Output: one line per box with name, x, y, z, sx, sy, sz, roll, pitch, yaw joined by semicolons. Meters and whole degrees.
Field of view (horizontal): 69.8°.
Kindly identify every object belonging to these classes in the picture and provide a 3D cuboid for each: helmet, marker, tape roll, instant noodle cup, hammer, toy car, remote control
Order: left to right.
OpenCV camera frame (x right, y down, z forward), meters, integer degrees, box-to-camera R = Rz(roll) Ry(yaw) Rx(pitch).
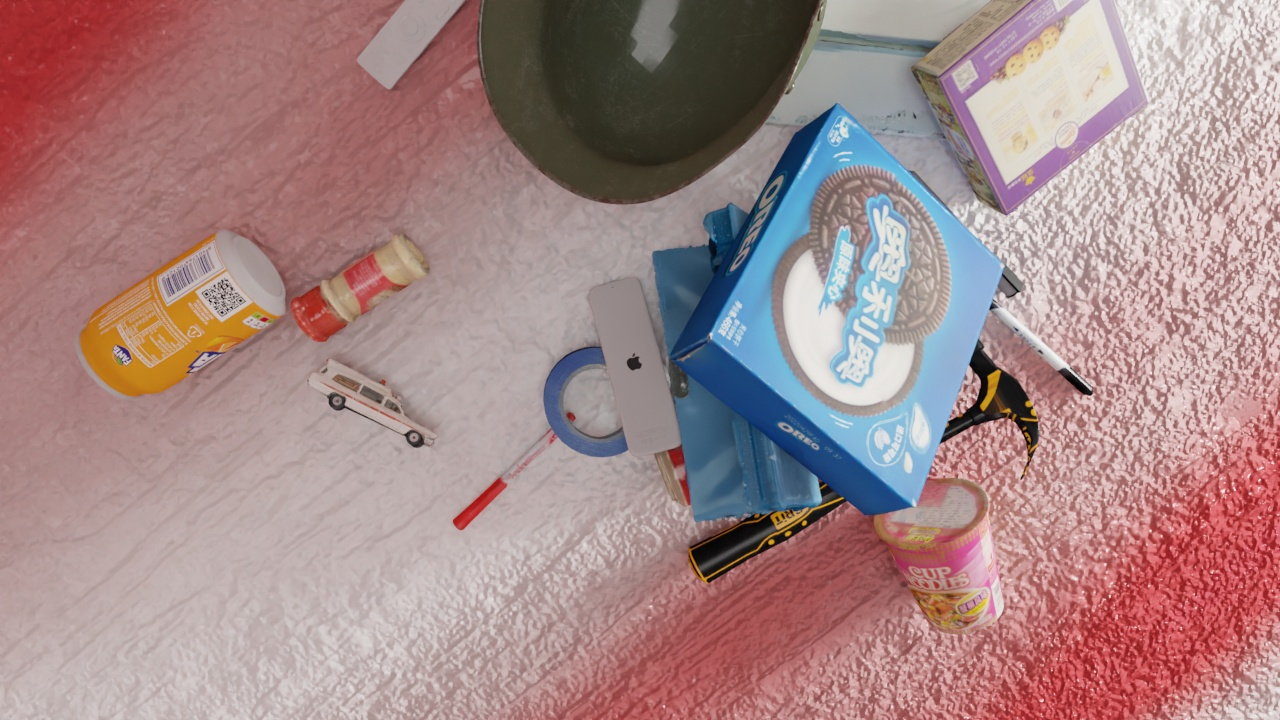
toy car;-0.218;0.036;0.759;0.113;0.039;0.039;27;78;-10
remote control;-0.164;-0.268;0.706;0.033;0.012;0.131;42;97;-9
marker;-0.108;0.095;0.791;0.142;0.012;0.013;-44;102;6
tape roll;-0.035;0.034;0.770;0.091;0.016;0.093;-9;94;-6
remote control;-0.004;0.004;0.750;0.045;0.008;0.146;-15;80;0
helmet;0.034;-0.245;0.643;0.227;0.153;0.268;44;116;11
hammer;0.185;0.107;0.788;0.321;0.036;0.123;-31;72;7
instant noodle cup;0.265;0.174;0.796;0.098;0.097;0.109;-23;110;1
marker;0.268;-0.106;0.768;0.140;0.016;0.016;43;96;-11
marker;0.339;-0.017;0.795;0.152;0.011;0.011;39;97;-11

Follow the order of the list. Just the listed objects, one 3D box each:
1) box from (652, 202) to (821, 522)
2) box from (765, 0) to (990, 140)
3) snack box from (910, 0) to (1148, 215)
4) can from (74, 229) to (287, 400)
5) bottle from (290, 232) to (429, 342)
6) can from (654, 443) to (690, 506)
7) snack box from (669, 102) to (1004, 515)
box;0.064;0.008;0.717;0.102;0.094;0.231;-14;77;27
box;0.190;-0.248;0.722;0.197;0.049;0.136;5;103;-5
snack box;0.304;-0.213;0.710;0.143;0.040;0.148;-39;124;5
can;-0.353;-0.034;0.711;0.142;0.079;0.079;-32;103;3
bottle;-0.224;-0.058;0.734;0.109;0.044;0.044;-31;103;3
can;0.097;0.065;0.769;0.170;0.067;0.067;-21;103;1
snack box;0.153;-0.038;0.669;0.195;0.056;0.238;38;61;-15
